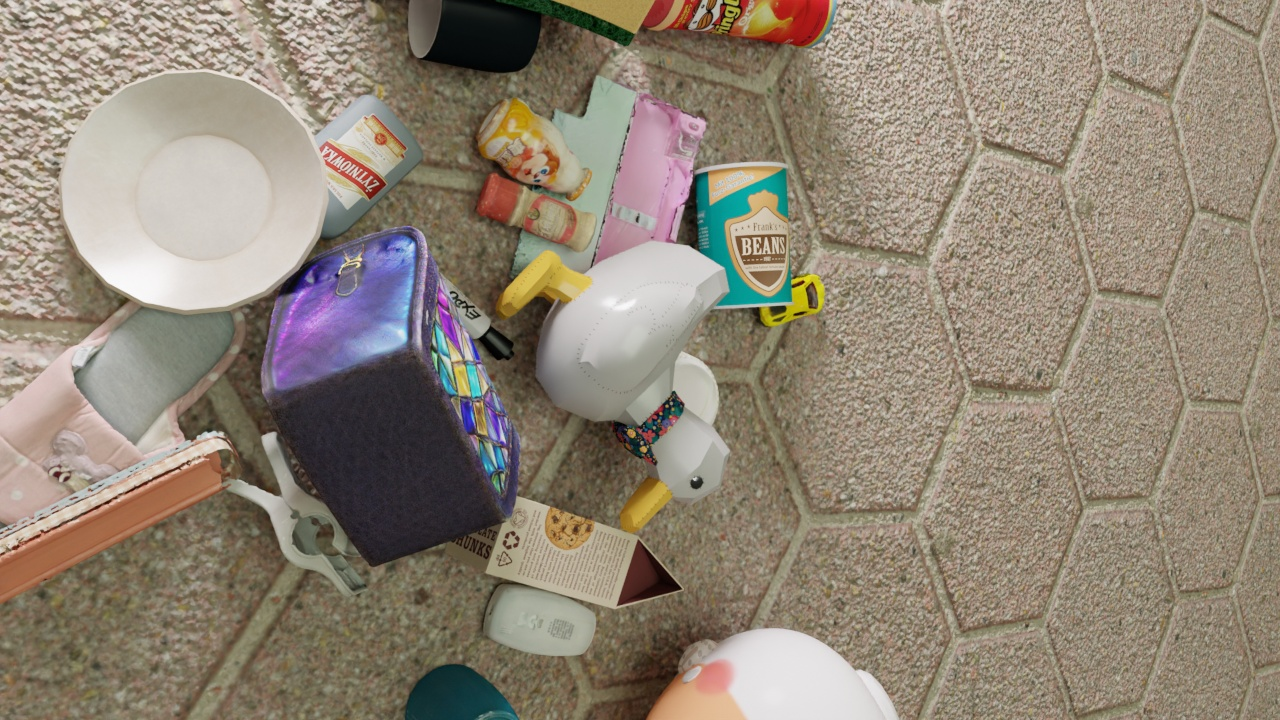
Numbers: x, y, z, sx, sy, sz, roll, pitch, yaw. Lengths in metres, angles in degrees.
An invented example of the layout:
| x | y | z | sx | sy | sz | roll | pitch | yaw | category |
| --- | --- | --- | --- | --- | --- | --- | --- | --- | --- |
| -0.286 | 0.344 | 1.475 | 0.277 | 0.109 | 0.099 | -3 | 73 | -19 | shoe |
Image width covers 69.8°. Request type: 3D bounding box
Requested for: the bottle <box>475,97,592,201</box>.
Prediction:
| x | y | z | sx | sy | sz | roll | pitch | yaw | category |
| --- | --- | --- | --- | --- | --- | --- | --- | --- | --- |
| -0.096 | -0.192 | 0.851 | 0.108 | 0.063 | 0.063 | 33 | 74 | -25 | bottle |

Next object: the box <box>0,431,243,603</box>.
| x | y | z | sx | sy | sz | roll | pitch | yaw | category |
| --- | --- | --- | --- | --- | --- | --- | --- | --- | --- |
| -0.371 | 0.110 | 0.641 | 0.186 | 0.053 | 0.058 | -31 | 91 | -25 | box |

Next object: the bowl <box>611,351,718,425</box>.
| x | y | z | sx | sy | sz | roll | pitch | yaw | category |
| --- | --- | --- | --- | --- | --- | --- | --- | --- | --- |
| 0.030 | 0.039 | 0.942 | 0.115 | 0.063 | 0.115 | -1 | 91 | -33 | bowl |

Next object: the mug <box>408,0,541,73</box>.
| x | y | z | sx | sy | sz | roll | pitch | yaw | category |
| --- | --- | --- | --- | --- | --- | --- | --- | --- | --- |
| -0.149 | -0.316 | 0.814 | 0.094 | 0.085 | 0.121 | 0 | 62 | -33 | mug |

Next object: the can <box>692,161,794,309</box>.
| x | y | z | sx | sy | sz | roll | pitch | yaw | category |
| --- | --- | --- | --- | --- | --- | --- | --- | --- | --- |
| 0.109 | -0.128 | 0.966 | 0.099 | 0.099 | 0.144 | -5 | 94 | -33 | can |

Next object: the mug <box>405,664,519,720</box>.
| x | y | z | sx | sy | sz | roll | pitch | yaw | category |
| --- | --- | --- | --- | --- | --- | --- | --- | --- | --- |
| -0.162 | 0.332 | 0.802 | 0.112 | 0.104 | 0.084 | -36 | 110 | -27 | mug |

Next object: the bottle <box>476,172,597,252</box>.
| x | y | z | sx | sy | sz | roll | pitch | yaw | category |
| --- | --- | --- | --- | --- | --- | --- | --- | --- | --- |
| -0.096 | -0.137 | 0.855 | 0.109 | 0.044 | 0.044 | 20 | 80 | -18 | bottle |

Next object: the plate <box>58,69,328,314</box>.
| x | y | z | sx | sy | sz | roll | pitch | yaw | category |
| --- | --- | --- | --- | --- | --- | --- | --- | --- | --- |
| -0.335 | -0.126 | 0.698 | 0.188 | 0.027 | 0.188 | 1 | 83 | -10 | plate |

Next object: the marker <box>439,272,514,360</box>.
| x | y | z | sx | sy | sz | roll | pitch | yaw | category |
| --- | --- | --- | --- | --- | --- | --- | --- | --- | --- |
| -0.163 | -0.044 | 0.838 | 0.126 | 0.025 | 0.025 | 45 | 68 | -25 | marker |

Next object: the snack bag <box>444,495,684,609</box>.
| x | y | z | sx | sy | sz | roll | pitch | yaw | category |
| --- | --- | --- | --- | --- | --- | --- | --- | --- | --- |
| -0.064 | 0.182 | 0.866 | 0.206 | 0.094 | 0.069 | 24 | 78 | -31 | snack bag |

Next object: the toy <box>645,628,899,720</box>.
| x | y | z | sx | sy | sz | roll | pitch | yaw | category |
| --- | --- | --- | --- | --- | --- | --- | --- | --- | --- |
| 0.116 | 0.400 | 0.897 | 0.280 | 0.263 | 0.265 | -24 | 75 | -12 | toy |

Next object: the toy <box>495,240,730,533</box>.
| x | y | z | sx | sy | sz | roll | pitch | yaw | category |
| --- | --- | --- | --- | --- | --- | --- | --- | --- | --- |
| -0.006 | 0.005 | 0.839 | 0.267 | 0.141 | 0.246 | 39 | 82 | -10 | toy |

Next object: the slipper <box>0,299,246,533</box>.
| x | y | z | sx | sy | sz | roll | pitch | yaw | category |
| --- | --- | --- | --- | --- | --- | --- | --- | --- | --- |
| -0.399 | 0.049 | 0.671 | 0.114 | 0.054 | 0.273 | 44 | 70 | -25 | slipper |

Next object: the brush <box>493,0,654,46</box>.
| x | y | z | sx | sy | sz | roll | pitch | yaw | category |
| --- | --- | --- | --- | --- | --- | --- | --- | --- | --- |
| -0.111 | -0.381 | 0.775 | 0.249 | 0.075 | 0.194 | 1 | 56 | -33 | brush |

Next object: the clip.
| x | y | z | sx | sy | sz | roll | pitch | yaw | category |
| --- | --- | --- | --- | --- | --- | --- | --- | --- | --- |
| -0.262 | 0.124 | 0.729 | 0.081 | 0.125 | 0.147 | -38 | 87 | -19 | clip |

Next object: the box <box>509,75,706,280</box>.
| x | y | z | sx | sy | sz | roll | pitch | yaw | category |
| --- | --- | --- | --- | --- | --- | --- | --- | --- | --- |
| -0.032 | -0.161 | 0.916 | 0.159 | 0.035 | 0.230 | 18 | 82 | -24 | box |

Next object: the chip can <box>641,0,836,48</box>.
| x | y | z | sx | sy | sz | roll | pitch | yaw | category |
| --- | --- | --- | --- | --- | --- | --- | --- | --- | --- |
| 0.101 | -0.381 | 0.963 | 0.213 | 0.087 | 0.087 | -6 | 94 | -33 | chip can |

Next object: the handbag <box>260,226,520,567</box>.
| x | y | z | sx | sy | sz | roll | pitch | yaw | category |
| --- | --- | --- | --- | --- | --- | --- | --- | --- | --- |
| -0.187 | 0.021 | 0.722 | 0.125 | 0.221 | 0.205 | -19 | 121 | 2 | handbag |

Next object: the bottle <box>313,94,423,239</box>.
| x | y | z | sx | sy | sz | roll | pitch | yaw | category |
| --- | --- | --- | --- | --- | --- | --- | --- | --- | --- |
| -0.259 | -0.143 | 0.760 | 0.072 | 0.046 | 0.161 | 49 | 67 | -24 | bottle |

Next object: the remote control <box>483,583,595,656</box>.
| x | y | z | sx | sy | sz | roll | pitch | yaw | category |
| --- | --- | --- | --- | --- | --- | --- | --- | --- | --- |
| -0.095 | 0.253 | 0.887 | 0.114 | 0.028 | 0.060 | 21 | 80 | -31 | remote control |

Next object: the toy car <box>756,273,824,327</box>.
| x | y | z | sx | sy | sz | roll | pitch | yaw | category |
| --- | --- | --- | --- | --- | --- | --- | --- | --- | --- |
| 0.174 | -0.070 | 1.052 | 0.106 | 0.030 | 0.049 | -19 | 100 | -32 | toy car |
